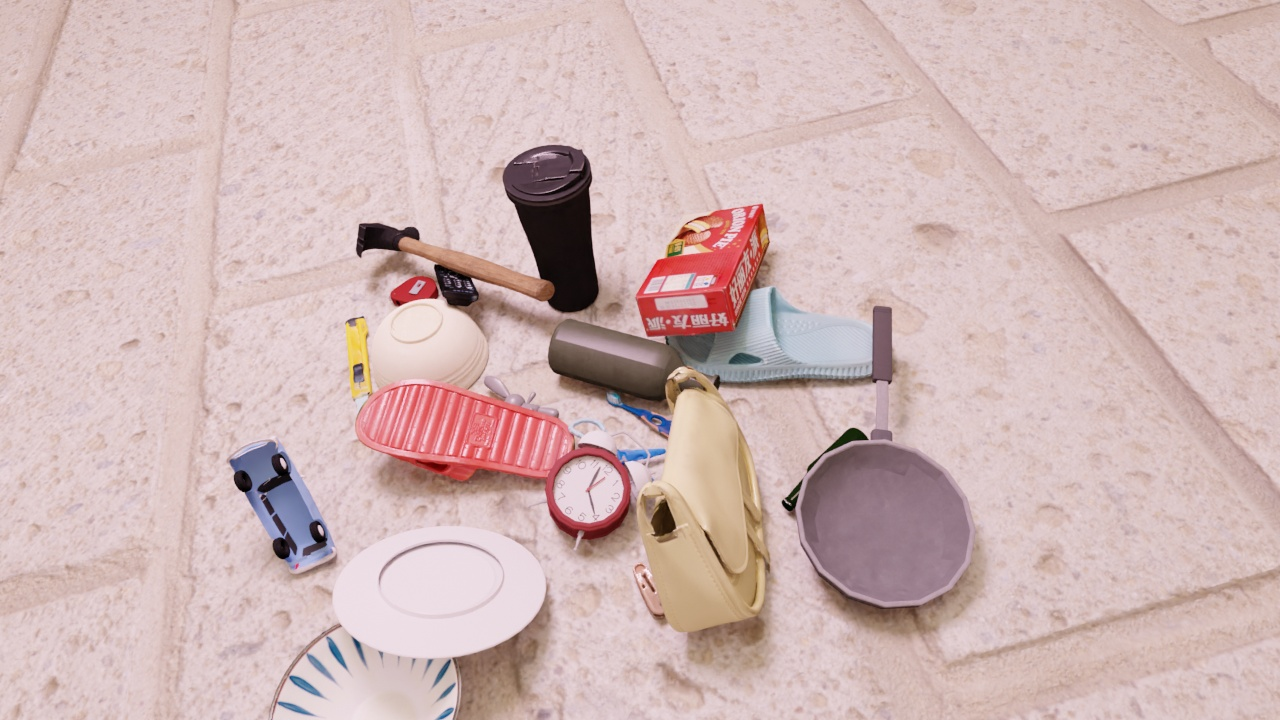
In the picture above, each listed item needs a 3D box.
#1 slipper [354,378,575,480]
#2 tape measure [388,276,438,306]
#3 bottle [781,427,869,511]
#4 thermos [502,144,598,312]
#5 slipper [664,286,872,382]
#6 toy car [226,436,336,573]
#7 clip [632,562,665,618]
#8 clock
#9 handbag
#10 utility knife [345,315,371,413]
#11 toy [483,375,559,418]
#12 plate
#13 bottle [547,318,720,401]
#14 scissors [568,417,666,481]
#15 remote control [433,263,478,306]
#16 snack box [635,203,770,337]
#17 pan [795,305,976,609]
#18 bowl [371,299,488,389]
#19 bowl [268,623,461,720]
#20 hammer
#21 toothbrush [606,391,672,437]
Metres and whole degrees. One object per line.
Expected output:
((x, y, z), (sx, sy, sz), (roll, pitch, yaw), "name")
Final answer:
((-0.200, 0.087, 1.062), (0.248, 0.059, 0.103), (10, 65, -5), "slipper")
((-0.309, -0.095, 1.260), (0.059, 0.019, 0.051), (15, 54, 19), "tape measure")
((0.200, 0.121, 1.002), (0.122, 0.033, 0.033), (-38, 55, -22), "bottle")
((-0.102, -0.160, 1.157), (0.106, 0.219, 0.105), (-4, 50, 4), "thermos")
((0.165, -0.029, 1.113), (0.276, 0.070, 0.115), (2, 53, 9), "slipper")
((-0.384, 0.153, 0.990), (0.056, 0.153, 0.055), (-24, 14, -2), "toy car")
((0.011, 0.232, 0.935), (0.025, 0.049, 0.061), (-23, 23, -13), "clip")
((-0.049, 0.135, 0.993), (0.096, 0.048, 0.137), (40, 72, 13), "clock")
((0.066, 0.138, 0.920), (0.089, 0.191, 0.232), (-12, 34, 19), "handbag")
((-0.358, 0.019, 1.175), (0.030, 0.019, 0.217), (-21, 53, 1), "utility knife")
((-0.152, 0.055, 1.106), (0.112, 0.030, 0.049), (21, 70, 17), "toy")
((-0.199, 0.221, 0.919), (0.208, 0.015, 0.208), (4, 24, -2), "plate")
((-0.007, 0.006, 1.100), (0.207, 0.071, 0.071), (15, 53, 19), "bottle")
((-0.032, 0.104, 1.043), (0.130, 0.018, 0.110), (-7, 68, -6), "scissors")
((-0.246, -0.100, 1.215), (0.047, 0.022, 0.150), (5, 18, -18), "remote control")
((0.084, -0.116, 1.145), (0.113, 0.060, 0.235), (-5, 31, 22), "snack box")
((0.257, 0.093, 0.980), (0.178, 0.041, 0.356), (7, 60, 4), "pan")
((-0.274, -0.024, 1.159), (0.151, 0.075, 0.150), (-3, 50, 4), "bowl")
((-0.246, 0.332, 0.856), (0.177, 0.071, 0.177), (-4, 49, 4), "bowl")
((-0.248, -0.131, 1.215), (0.306, 0.040, 0.132), (20, 17, 27), "hammer")
((0.012, 0.069, 1.081), (0.135, 0.017, 0.021), (27, 62, 27), "toothbrush")
